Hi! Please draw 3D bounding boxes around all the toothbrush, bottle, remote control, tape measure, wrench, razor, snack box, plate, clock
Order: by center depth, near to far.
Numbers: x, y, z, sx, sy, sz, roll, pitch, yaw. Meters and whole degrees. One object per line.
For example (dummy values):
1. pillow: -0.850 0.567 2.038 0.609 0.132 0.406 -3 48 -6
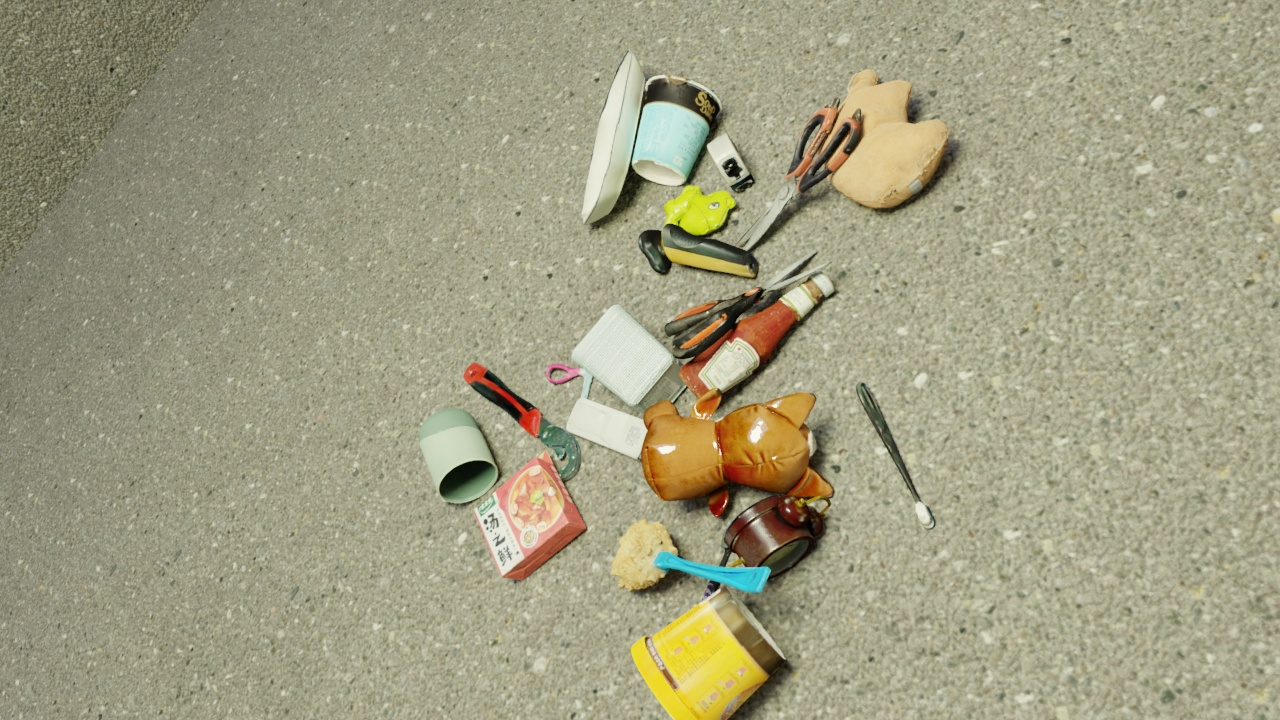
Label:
1. clock: 0.142 0.175 0.942 0.122 0.082 0.055 -40 55 10
2. toothbrush: 0.261 0.093 0.952 0.016 0.018 0.180 -32 51 19
3. toothbrush: 0.069 0.262 0.986 0.014 0.016 0.188 13 75 37
4. bottle: 0.137 -0.030 1.071 0.206 0.060 0.059 -40 50 1
5. snack box: -0.143 0.187 1.136 0.113 0.044 0.127 -41 55 13
6. remote control: -0.039 0.084 1.145 0.125 0.024 0.049 17 81 36
7. razor: 0.075 -0.134 1.177 0.168 0.062 0.068 18 107 33
8. tape measure: 0.117 -0.263 1.203 0.034 0.066 0.065 -31 52 14
9. wrench: -0.163 0.073 1.239 0.056 0.016 0.273 -51 50 -1
10. plate: -0.036 -0.316 1.310 0.162 0.034 0.265 132 151 -61

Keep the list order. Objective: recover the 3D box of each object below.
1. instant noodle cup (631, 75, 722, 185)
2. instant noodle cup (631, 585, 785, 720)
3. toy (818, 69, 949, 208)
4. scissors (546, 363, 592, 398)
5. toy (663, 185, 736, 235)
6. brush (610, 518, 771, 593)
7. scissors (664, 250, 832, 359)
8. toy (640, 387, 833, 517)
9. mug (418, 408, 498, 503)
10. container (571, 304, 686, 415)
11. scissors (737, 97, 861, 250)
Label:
1. instant noodle cup: 0.041 -0.310 1.259 0.111 0.111 0.120 13 79 37
2. instant noodle cup: 0.070 0.295 0.907 0.114 0.118 0.118 -41 50 -1
3. toy: 0.273 -0.274 1.105 0.144 0.082 0.225 -34 47 17
4. scissors: -0.070 0.010 1.213 0.135 0.017 0.133 3 71 29
5. toy: 0.076 -0.196 1.217 0.097 0.031 0.100 -38 46 10
6. brush: 0.048 0.213 0.953 0.255 0.046 0.083 -6 49 56
7. scissors: 0.112 -0.069 1.090 0.220 0.022 0.228 -42 19 -33
8. toy: 0.103 0.097 0.999 0.200 0.140 0.130 -10 19 27
9. mug: -0.250 0.133 1.228 0.106 0.082 0.112 56 132 39
10. container: -0.007 0.007 1.120 0.090 0.090 0.111 -49 57 1
11. scissors: 0.185 -0.223 1.121 0.205 0.015 0.198 -8 68 56
